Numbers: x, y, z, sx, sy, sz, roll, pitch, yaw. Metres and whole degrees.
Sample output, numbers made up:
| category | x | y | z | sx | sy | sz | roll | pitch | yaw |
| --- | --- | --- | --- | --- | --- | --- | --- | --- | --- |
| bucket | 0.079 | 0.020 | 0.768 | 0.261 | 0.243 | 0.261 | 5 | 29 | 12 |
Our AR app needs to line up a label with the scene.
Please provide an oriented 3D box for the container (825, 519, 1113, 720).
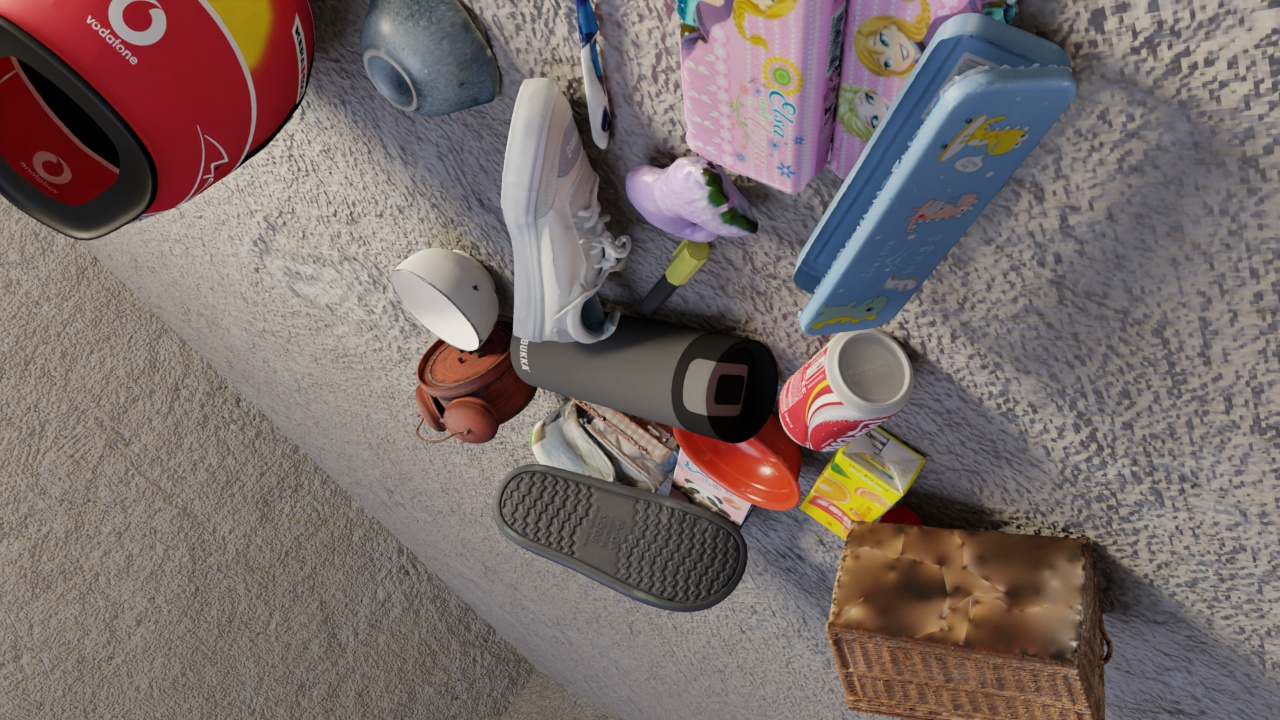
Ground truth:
| category | x | y | z | sx | sy | sz | roll | pitch | yaw |
| --- | --- | --- | --- | --- | --- | --- | --- | --- | --- |
| container | 0.246 | 0.202 | 0.696 | 0.199 | 0.113 | 0.113 | -2 | 133 | 30 |

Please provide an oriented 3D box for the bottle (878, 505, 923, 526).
| category | x | y | z | sx | sy | sz | roll | pitch | yaw |
| --- | --- | --- | --- | --- | --- | --- | --- | --- | --- |
| bottle | 0.251 | 0.174 | 0.783 | 0.119 | 0.036 | 0.036 | 45 | 155 | -17 |

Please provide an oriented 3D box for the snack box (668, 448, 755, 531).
| category | x | y | z | sx | sy | sz | roll | pitch | yaw |
| --- | --- | --- | --- | --- | --- | --- | --- | --- | --- |
| snack box | 0.078 | 0.129 | 0.946 | 0.088 | 0.033 | 0.154 | 32 | 155 | 12 |

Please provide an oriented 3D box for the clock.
| category | x | y | z | sx | sy | sz | roll | pitch | yaw |
| --- | --- | --- | --- | --- | --- | --- | --- | --- | --- |
| clock | -0.177 | 0.025 | 0.967 | 0.121 | 0.157 | 0.072 | 13 | 140 | 43 |

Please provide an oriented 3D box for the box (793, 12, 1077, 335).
| category | x | y | z | sx | sy | sz | roll | pitch | yaw |
| --- | --- | --- | --- | --- | --- | --- | --- | --- | --- |
| box | 0.135 | -0.070 | 0.460 | 0.068 | 0.058 | 0.210 | 19 | 152 | -2 |

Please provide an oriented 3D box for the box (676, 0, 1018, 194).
| category | x | y | z | sx | sy | sz | roll | pitch | yaw |
| --- | --- | --- | --- | --- | --- | --- | --- | --- | --- |
| box | 0.088 | -0.160 | 0.429 | 0.159 | 0.035 | 0.231 | 28 | 155 | 22 |

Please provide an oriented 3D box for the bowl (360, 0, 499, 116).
| category | x | y | z | sx | sy | sz | roll | pitch | yaw |
| --- | --- | --- | --- | --- | --- | --- | --- | --- | --- |
| bowl | -0.159 | -0.213 | 0.649 | 0.110 | 0.055 | 0.110 | 31 | 154 | 17 |

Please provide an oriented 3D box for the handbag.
| category | x | y | z | sx | sy | sz | roll | pitch | yaw |
| --- | --- | --- | --- | --- | --- | --- | --- | --- | --- |
| handbag | -0.048 | 0.104 | 1.026 | 0.139 | 0.072 | 0.195 | 40 | 155 | -6 |

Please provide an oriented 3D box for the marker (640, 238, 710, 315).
| category | x | y | z | sx | sy | sz | roll | pitch | yaw |
| --- | --- | --- | --- | --- | --- | --- | --- | --- | --- |
| marker | 0.023 | -0.063 | 0.706 | 0.021 | 0.017 | 0.124 | 70 | 159 | 10 |

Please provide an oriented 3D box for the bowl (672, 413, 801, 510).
| category | x | y | z | sx | sy | sz | roll | pitch | yaw |
| --- | --- | --- | --- | --- | --- | --- | --- | --- | --- |
| bowl | 0.094 | 0.075 | 0.814 | 0.130 | 0.045 | 0.131 | 31 | 155 | 16 |

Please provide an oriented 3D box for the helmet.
| category | x | y | z | sx | sy | sz | roll | pitch | yaw |
| --- | --- | --- | --- | --- | --- | --- | --- | --- | --- |
| helmet | -0.358 | -0.230 | 0.679 | 0.272 | 0.224 | 0.197 | -17 | 124 | 47 |

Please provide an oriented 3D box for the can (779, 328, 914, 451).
| category | x | y | z | sx | sy | sz | roll | pitch | yaw |
| --- | --- | --- | --- | --- | --- | --- | --- | --- | --- |
| can | 0.140 | 0.023 | 0.640 | 0.064 | 0.064 | 0.105 | 37 | 156 | 2 |

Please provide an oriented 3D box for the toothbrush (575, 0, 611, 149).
| category | x | y | z | sx | sy | sz | roll | pitch | yaw |
| --- | --- | --- | --- | --- | --- | --- | --- | --- | --- |
| toothbrush | -0.028 | -0.195 | 0.548 | 0.017 | 0.016 | 0.189 | 20 | 151 | 15 |

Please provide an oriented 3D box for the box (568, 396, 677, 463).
| category | x | y | z | sx | sy | sz | roll | pitch | yaw |
| --- | --- | --- | --- | --- | --- | --- | --- | --- | --- |
| box | -0.029 | 0.025 | 0.921 | 0.188 | 0.064 | 0.056 | 38 | -168 | -5 |

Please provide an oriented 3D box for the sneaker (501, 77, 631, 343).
| category | x | y | z | sx | sy | sz | roll | pitch | yaw |
| --- | --- | --- | --- | --- | --- | --- | --- | --- | --- |
| sneaker | -0.048 | -0.099 | 0.675 | 0.091 | 0.089 | 0.243 | 8 | 142 | 2 |

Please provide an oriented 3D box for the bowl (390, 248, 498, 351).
| category | x | y | z | sx | sy | sz | roll | pitch | yaw |
| --- | --- | --- | --- | --- | --- | --- | --- | --- | --- |
| bowl | -0.189 | -0.069 | 0.928 | 0.113 | 0.063 | 0.114 | 31 | 155 | 16 |

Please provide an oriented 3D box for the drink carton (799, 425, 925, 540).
| category | x | y | z | sx | sy | sz | roll | pitch | yaw |
| --- | --- | --- | --- | --- | --- | --- | --- | --- | --- |
| drink carton | 0.178 | 0.102 | 0.753 | 0.058 | 0.042 | 0.135 | 35 | 155 | 12 |

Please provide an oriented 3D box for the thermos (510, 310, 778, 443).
| category | x | y | z | sx | sy | sz | roll | pitch | yaw |
| --- | --- | --- | --- | --- | --- | --- | --- | --- | --- |
| thermos | -0.005 | 0.005 | 0.783 | 0.241 | 0.082 | 0.082 | 13 | 146 | 43 |

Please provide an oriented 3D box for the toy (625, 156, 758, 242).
| category | x | y | z | sx | sy | sz | roll | pitch | yaw |
| --- | --- | --- | --- | --- | --- | --- | --- | --- | --- |
| toy | 0.035 | -0.102 | 0.597 | 0.080 | 0.036 | 0.100 | 39 | 166 | -33 |

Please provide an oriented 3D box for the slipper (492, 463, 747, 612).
| category | x | y | z | sx | sy | sz | roll | pitch | yaw |
| --- | --- | --- | --- | --- | --- | --- | --- | --- | --- |
| slipper | -0.025 | 0.188 | 0.960 | 0.268 | 0.110 | 0.083 | 19 | 161 | 1 |
